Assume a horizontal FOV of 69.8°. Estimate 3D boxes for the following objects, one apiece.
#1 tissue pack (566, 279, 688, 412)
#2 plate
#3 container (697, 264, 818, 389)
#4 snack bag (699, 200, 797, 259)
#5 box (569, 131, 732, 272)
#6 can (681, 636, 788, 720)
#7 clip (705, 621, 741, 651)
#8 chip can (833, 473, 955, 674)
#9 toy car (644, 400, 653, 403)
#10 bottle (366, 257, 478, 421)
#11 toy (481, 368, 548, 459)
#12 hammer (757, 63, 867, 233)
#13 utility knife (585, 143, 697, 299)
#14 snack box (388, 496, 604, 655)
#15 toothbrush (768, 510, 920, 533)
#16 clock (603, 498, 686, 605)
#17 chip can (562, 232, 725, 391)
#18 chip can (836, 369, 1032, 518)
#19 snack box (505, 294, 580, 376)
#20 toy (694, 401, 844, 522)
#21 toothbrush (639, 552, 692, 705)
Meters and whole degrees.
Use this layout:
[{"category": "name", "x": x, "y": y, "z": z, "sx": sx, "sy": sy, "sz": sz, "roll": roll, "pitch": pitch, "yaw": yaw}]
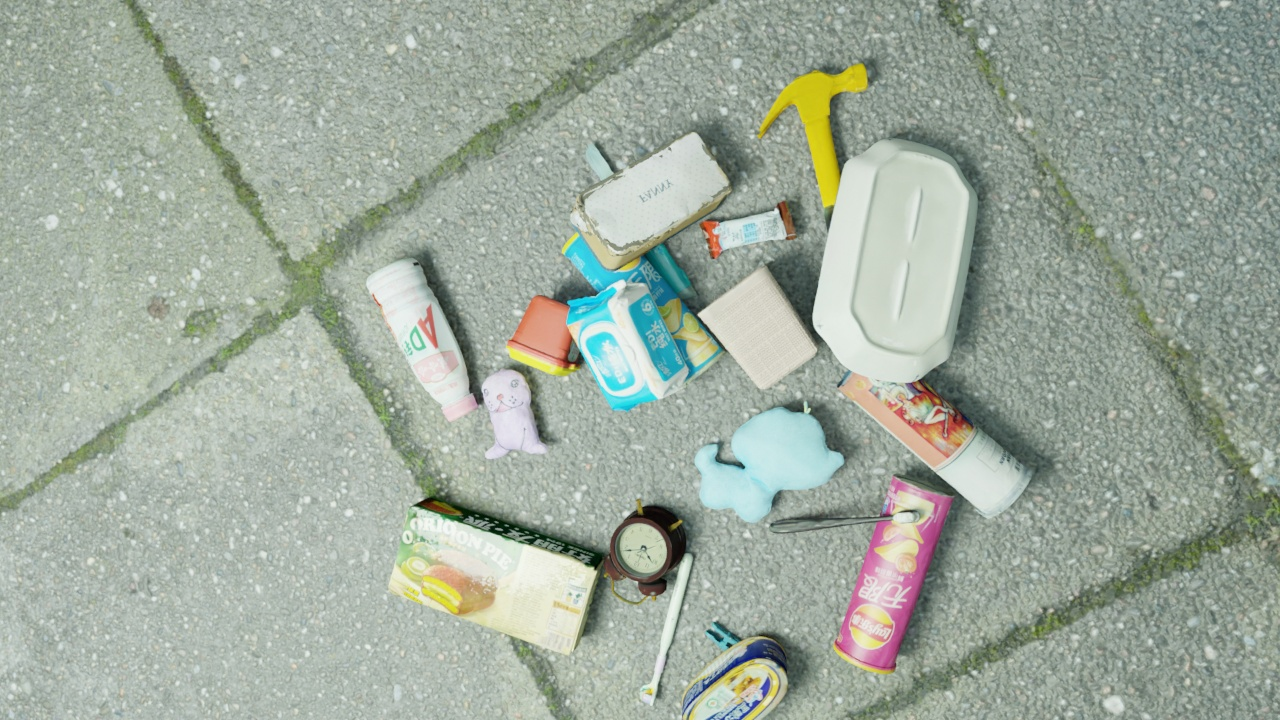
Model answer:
[{"category": "tissue pack", "x": -0.017, "y": -0.014, "z": 0.994, "sx": 0.090, "sy": 0.063, "sz": 0.140, "roll": -17, "pitch": 103, "yaw": 42}, {"category": "plate", "x": 0.277, "y": -0.110, "z": 0.968, "sx": 0.162, "sy": 0.034, "sz": 0.265, "roll": 15, "pitch": 82, "yaw": -6}, {"category": "container", "x": 0.133, "y": -0.036, "z": 1.015, "sx": 0.090, "sy": 0.089, "sz": 0.111, "roll": -36, "pitch": 91, "yaw": 10}, {"category": "snack bag", "x": 0.121, "y": -0.146, "z": 1.035, "sx": 0.104, "sy": 0.026, "sz": 0.048, "roll": -15, "pitch": 104, "yaw": 16}, {"category": "box", "x": 0.017, "y": -0.177, "z": 1.004, "sx": 0.184, "sy": 0.061, "sz": 0.090, "roll": -31, "pitch": 86, "yaw": -20}, {"category": "can", "x": 0.108, "y": 0.385, "z": 1.062, "sx": 0.074, "sy": 0.049, "sz": 0.148, "roll": 44, "pitch": 105, "yaw": -7}, {"category": "clip", "x": 0.103, "y": 0.332, "z": 1.086, "sx": 0.056, "sy": 0.014, "sz": 0.042, "roll": 40, "pitch": 101, "yaw": 2}, {"category": "chip can", "x": 0.281, "y": 0.235, "z": 1.017, "sx": 0.071, "sy": 0.071, "sz": 0.210, "roll": 18, "pitch": 97, "yaw": 8}, {"category": "toy car", "x": -0.006, "y": 0.006, "z": 1.067, "sx": 0.043, "sy": 0.036, "sz": 0.091, "roll": -39, "pitch": 89, "yaw": 12}, {"category": "bottle", "x": -0.254, "y": -0.023, "z": 1.095, "sx": 0.068, "sy": 0.068, "sz": 0.197, "roll": -26, "pitch": 92, "yaw": 11}, {"category": "toy", "x": -0.157, "y": 0.063, "z": 1.097, "sx": 0.084, "sy": 0.038, "sz": 0.108, "roll": -11, "pitch": 94, "yaw": 19}, {"category": "hammer", "x": 0.216, "y": -0.169, "z": 1.017, "sx": 0.129, "sy": 0.032, "sz": 0.300, "roll": -13, "pitch": 92, "yaw": 11}, {"category": "utility knife", "x": -0.002, "y": -0.159, "z": 1.065, "sx": 0.029, "sy": 0.013, "sz": 0.216, "roll": -33, "pitch": 91, "yaw": 13}, {"category": "snack box", "x": -0.173, "y": 0.256, "z": 1.103, "sx": 0.240, "sy": 0.063, "sz": 0.114, "roll": 16, "pitch": 97, "yaw": 9}, {"category": "toothbrush", "x": 0.220, "y": 0.179, "z": 1.016, "sx": 0.181, "sy": 0.018, "sz": 0.015, "roll": -13, "pitch": 79, "yaw": 38}, {"category": "clock", "x": 0.003, "y": 0.226, "z": 1.070, "sx": 0.082, "sy": 0.055, "sz": 0.122, "roll": 24, "pitch": 99, "yaw": 14}, {"category": "chip can", "x": 0.004, "y": -0.067, "z": 1.042, "sx": 0.071, "sy": 0.071, "sz": 0.210, "roll": -41, "pitch": 87, "yaw": 10}, {"category": "chip can", "x": 0.316, "y": 0.074, "z": 0.999, "sx": 0.215, "sy": 0.071, "sz": 0.071, "roll": 41, "pitch": 100, "yaw": 5}, {"category": "snack box", "x": -0.101, "y": -0.029, "z": 1.056, "sx": 0.082, "sy": 0.091, "sz": 0.080, "roll": 22, "pitch": 91, "yaw": 8}, {"category": "toy", "x": 0.144, "y": 0.114, "z": 1.043, "sx": 0.161, "sy": 0.049, "sz": 0.156, "roll": 20, "pitch": 105, "yaw": 16}, {"category": "toothbrush", "x": 0.032, "y": 0.319, "z": 1.094, "sx": 0.020, "sy": 0.029, "sz": 0.189, "roll": 12, "pitch": 97, "yaw": -34}]
